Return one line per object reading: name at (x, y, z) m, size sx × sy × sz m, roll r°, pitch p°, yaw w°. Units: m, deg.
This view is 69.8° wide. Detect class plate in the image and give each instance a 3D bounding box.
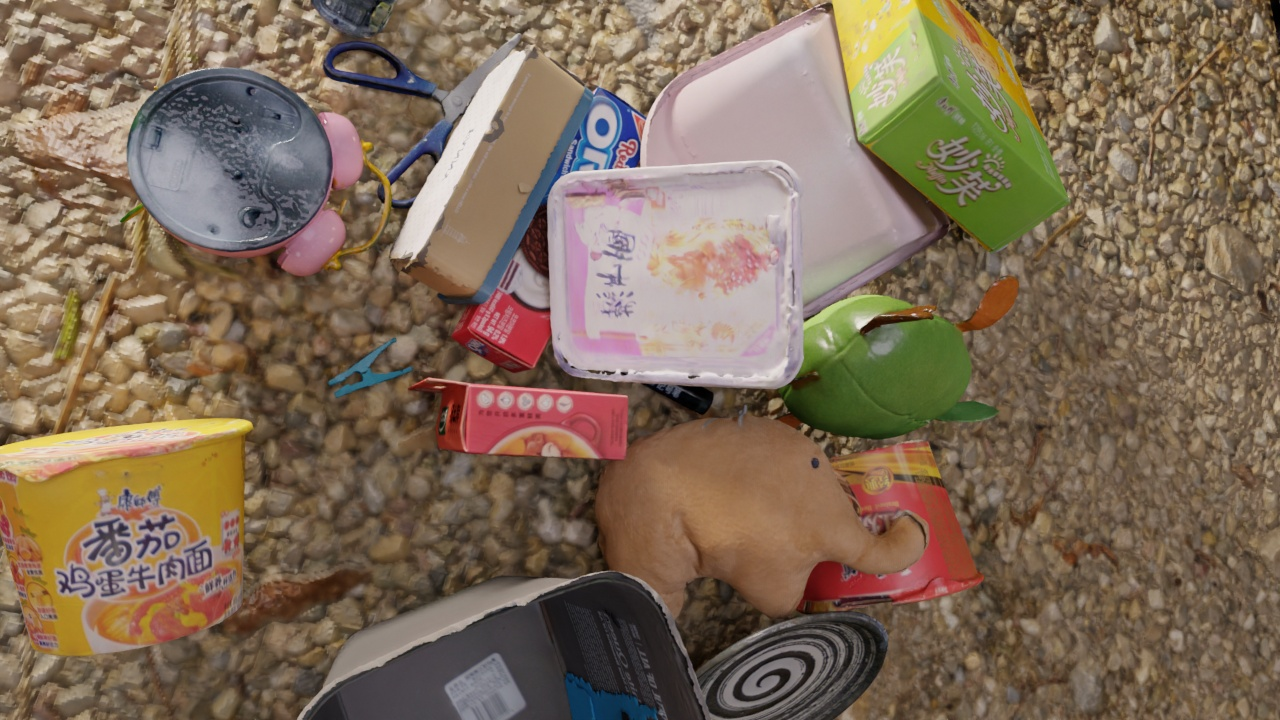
plate at (0.092, 0.229, 0.650) m, size 0.179 × 0.024 × 0.180 m, roll -12°, pitch 133°, yaw -14°

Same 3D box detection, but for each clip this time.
clip at (-0.185, 0.008, 0.627) m, size 0.055 × 0.013 × 0.038 m, roll -31°, pitch 95°, yaw -19°

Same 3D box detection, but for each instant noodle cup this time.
instant noodle cup at (-0.290, 0.096, 0.522) m, size 0.138 × 0.138 × 0.110 m, roll -5°, pitch 94°, yaw -20°
instant noodle cup at (0.173, 0.123, 0.688) m, size 0.137 × 0.138 × 0.108 m, roll -7°, pitch 78°, yaw -20°
instant noodle cup at (0.028, -0.055, 0.595) m, size 0.060 × 0.174 × 0.138 m, roll -15°, pitch 106°, yaw -61°

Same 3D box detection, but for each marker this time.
marker at (-0.004, 0.004, 0.690) m, size 0.132 × 0.020 × 0.022 m, roll 27°, pitch 47°, yaw -14°

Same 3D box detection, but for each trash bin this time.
trash bin at (-0.083, 0.226, 0.532) m, size 0.198 × 0.220 × 0.199 m, roll -18°, pitch 90°, yaw -20°

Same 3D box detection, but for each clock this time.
clock at (-0.242, -0.117, 0.595) m, size 0.158 × 0.060 × 0.117 m, roll 13°, pitch 79°, yaw -17°

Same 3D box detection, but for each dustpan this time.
dustpan at (0.118, -0.152, 0.722) m, size 0.222 × 0.139 × 0.272 m, roll 61°, pitch 29°, yaw -2°

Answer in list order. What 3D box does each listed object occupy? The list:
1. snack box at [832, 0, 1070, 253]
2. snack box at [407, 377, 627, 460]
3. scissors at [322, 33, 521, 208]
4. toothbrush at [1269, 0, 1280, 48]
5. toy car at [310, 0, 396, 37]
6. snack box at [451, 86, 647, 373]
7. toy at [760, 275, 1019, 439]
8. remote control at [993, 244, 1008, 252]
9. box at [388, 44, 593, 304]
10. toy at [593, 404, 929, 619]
snack box at (0.233, -0.205, 0.705) m, size 0.157 × 0.070 × 0.209 m, roll 30°, pitch 41°, yaw -26°
snack box at (-0.086, 0.041, 0.606) m, size 0.127 × 0.113 × 0.044 m, roll 6°, pitch 84°, yaw -19°
scissors at (-0.146, -0.183, 0.661) m, size 0.162 × 0.012 × 0.175 m, roll 28°, pitch 74°, yaw -16°
toothbrush at (0.682, -0.345, 0.976) m, size 0.016 × 0.014 × 0.189 m, roll -13°, pitch 89°, yaw -8°
toy car at (-0.186, -0.285, 0.645) m, size 0.054 × 0.037 × 0.120 m, roll 25°, pitch 87°, yaw -17°
snack box at (-0.060, -0.094, 0.659) m, size 0.057 × 0.058 × 0.207 m, roll 31°, pitch 75°, yaw -17°
toy at (0.173, 0.006, 0.673) m, size 0.246 × 0.227 × 0.090 m, roll 18°, pitch 47°, yaw -54°
remote control at (0.265, -0.142, 0.773) m, size 0.136 × 0.020 × 0.055 m, roll 30°, pitch 42°, yaw -34°
box at (-0.105, -0.118, 0.621) m, size 0.059 × 0.090 × 0.184 m, roll 29°, pitch 81°, yaw -29°
toy at (0.075, 0.103, 0.624) m, size 0.226 × 0.082 × 0.143 m, roll -9°, pitch 94°, yaw 19°
